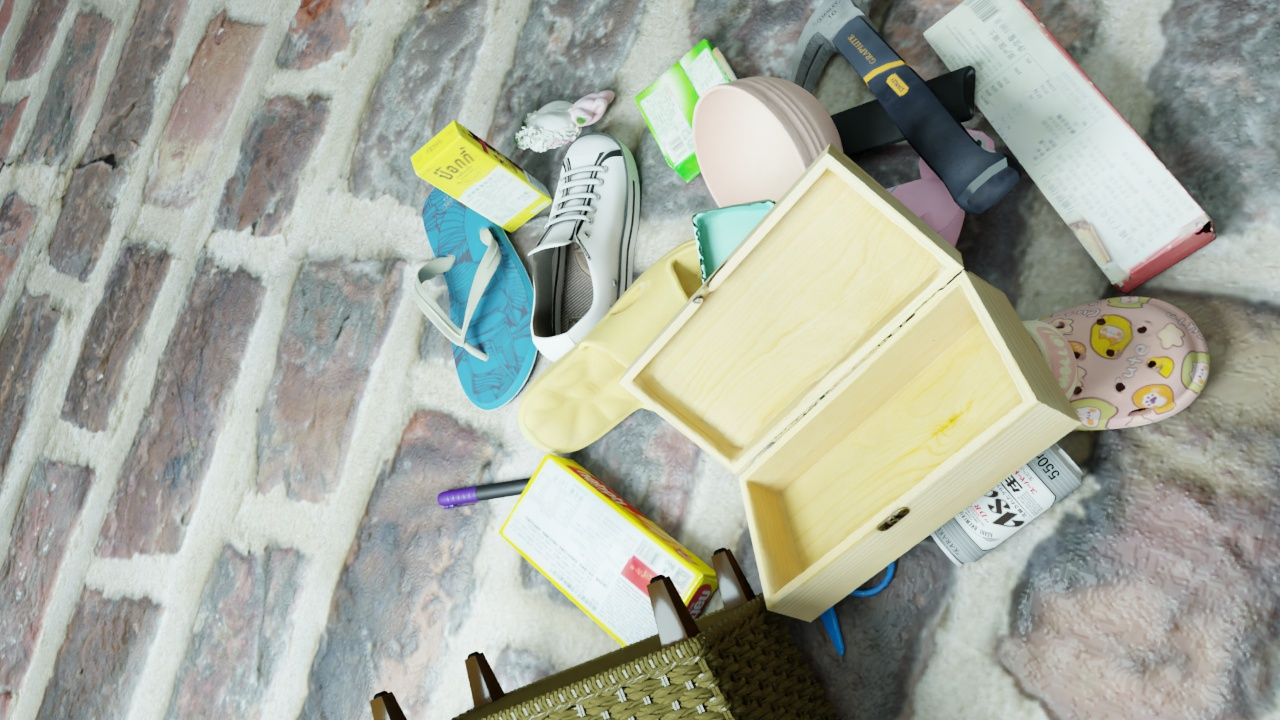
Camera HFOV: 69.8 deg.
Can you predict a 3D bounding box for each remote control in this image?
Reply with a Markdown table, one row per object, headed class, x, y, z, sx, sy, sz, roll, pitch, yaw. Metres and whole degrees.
| class | x | y | z | sx | sy | sz | roll | pitch | yaw |
| --- | --- | --- | --- | --- | --- | --- | --- | --- | --- |
| remote control | 0.211 | -0.203 | 0.764 | 0.141 | 0.021 | 0.045 | -9 | 70 | 51 |

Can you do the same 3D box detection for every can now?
| class | x | y | z | sx | sy | sz | roll | pitch | yaw |
| --- | --- | --- | --- | --- | --- | --- | --- | --- | --- |
| can | 0.258 | 0.100 | 0.653 | 0.107 | 0.044 | 0.044 | -42 | 59 | 14 |

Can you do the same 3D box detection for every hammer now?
| class | x | y | z | sx | sy | sz | roll | pitch | yaw |
| --- | --- | --- | --- | --- | --- | --- | --- | --- | --- |
| hammer | 0.209 | -0.219 | 0.723 | 0.140 | 0.035 | 0.312 | -43 | 38 | 23 |

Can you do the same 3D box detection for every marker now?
| class | x | y | z | sx | sy | sz | roll | pitch | yaw |
| --- | --- | --- | --- | --- | --- | --- | --- | --- | --- |
| marker | -0.147 | 0.131 | 0.908 | 0.134 | 0.015 | 0.018 | -12 | 83 | 28 |

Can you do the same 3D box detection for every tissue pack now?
| class | x | y | z | sx | sy | sz | roll | pitch | yaw |
| --- | --- | --- | --- | --- | --- | --- | --- | --- | --- |
| tissue pack | 0.055 | -0.244 | 0.886 | 0.100 | 0.034 | 0.114 | -35 | 61 | 21 |

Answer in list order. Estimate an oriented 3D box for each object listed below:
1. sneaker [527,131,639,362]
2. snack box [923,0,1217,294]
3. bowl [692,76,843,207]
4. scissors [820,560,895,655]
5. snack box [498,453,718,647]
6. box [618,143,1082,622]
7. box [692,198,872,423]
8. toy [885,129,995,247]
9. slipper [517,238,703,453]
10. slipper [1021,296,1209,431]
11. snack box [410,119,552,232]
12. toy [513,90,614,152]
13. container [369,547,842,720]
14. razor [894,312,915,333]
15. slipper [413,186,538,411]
| class | x | y | z | sx | sy | sz | roll | pitch | yaw |
| --- | --- | --- | --- | --- | --- | --- | --- | --- | --- |
| sneaker | -0.067 | -0.114 | 0.883 | 0.091 | 0.097 | 0.245 | -1 | 75 | 31 |
| snack box | 0.320 | -0.179 | 0.701 | 0.077 | 0.044 | 0.272 | -37 | 59 | 23 |
| bowl | 0.119 | -0.176 | 0.778 | 0.076 | 0.153 | 0.153 | -32 | 55 | -20 |
| scissors | 0.138 | 0.169 | 0.725 | 0.126 | 0.013 | 0.126 | -29 | 58 | 20 |
| snack box | -0.032 | 0.171 | 0.810 | 0.201 | 0.042 | 0.092 | 33 | 94 | 34 |
| box | 0.136 | 0.020 | 0.657 | 0.252 | 0.118 | 0.248 | 53 | 124 | 16 |
| box | 0.117 | -0.034 | 0.722 | 0.138 | 0.055 | 0.187 | -2 | 110 | 22 |
| toy | 0.210 | -0.117 | 0.726 | 0.123 | 0.067 | 0.157 | 0 | 50 | 52 |
| slipper | -0.005 | 0.005 | 0.802 | 0.264 | 0.099 | 0.078 | -38 | 26 | 21 |
| slipper | 0.284 | 0.003 | 0.646 | 0.198 | 0.081 | 0.093 | -13 | 68 | 30 |
| snack box | -0.157 | -0.182 | 0.927 | 0.061 | 0.149 | 0.025 | -34 | 60 | 18 |
| toy | -0.076 | -0.249 | 0.954 | 0.109 | 0.041 | 0.095 | -20 | 29 | 13 |
| container | -0.027 | 0.287 | 0.665 | 0.322 | 0.176 | 0.205 | -28 | 77 | 22 |
| razor | 0.207 | -0.019 | 0.715 | 0.044 | 0.021 | 0.143 | -39 | 32 | 55 |
| slipper | -0.182 | -0.088 | 0.970 | 0.118 | 0.060 | 0.294 | -31 | 62 | 16 |
